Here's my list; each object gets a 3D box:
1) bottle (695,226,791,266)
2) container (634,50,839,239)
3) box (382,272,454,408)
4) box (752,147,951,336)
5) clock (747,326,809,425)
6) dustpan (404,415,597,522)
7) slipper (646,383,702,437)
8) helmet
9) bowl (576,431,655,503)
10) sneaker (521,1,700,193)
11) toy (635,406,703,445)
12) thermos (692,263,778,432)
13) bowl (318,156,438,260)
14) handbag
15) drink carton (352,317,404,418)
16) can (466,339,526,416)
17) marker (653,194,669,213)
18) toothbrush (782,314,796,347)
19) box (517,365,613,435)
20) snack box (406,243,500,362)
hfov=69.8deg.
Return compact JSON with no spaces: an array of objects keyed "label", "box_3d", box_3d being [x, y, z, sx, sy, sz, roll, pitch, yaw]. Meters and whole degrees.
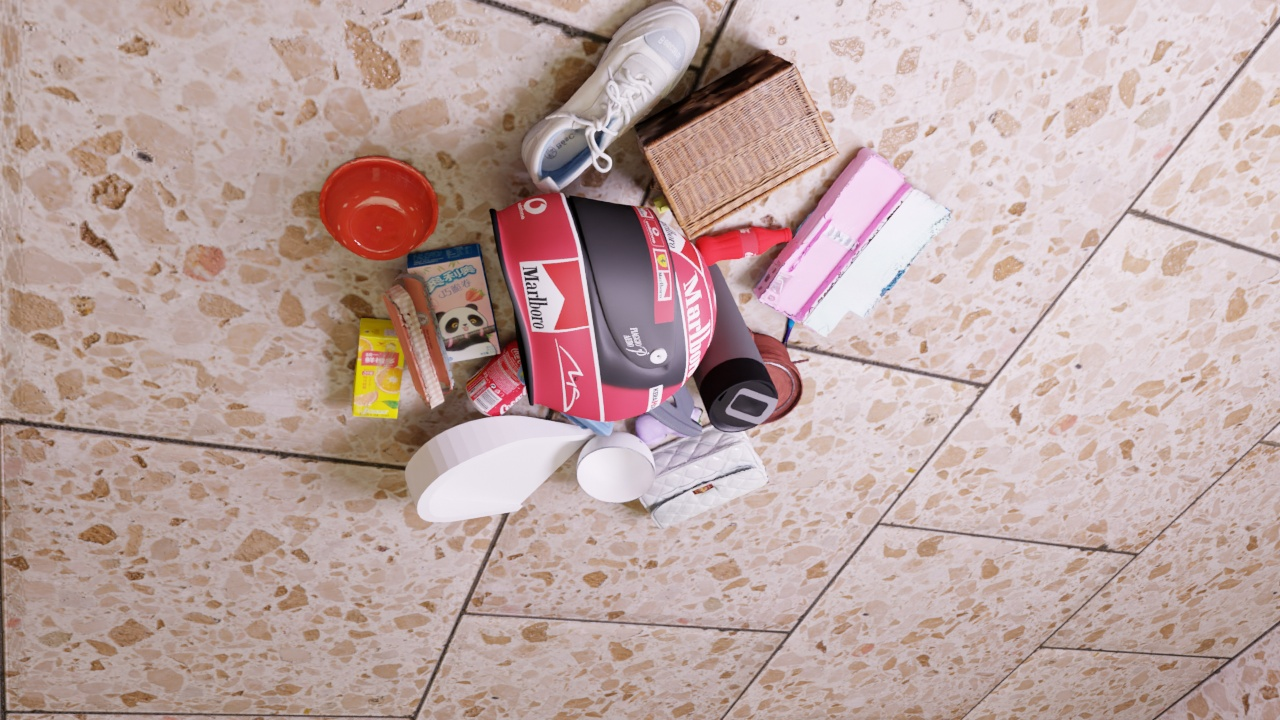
[{"label":"bottle","box_3d":[0.130,-0.146,1.145,0.119,0.036,0.036,-12,132,-5]},{"label":"container","box_3d":[0.098,-0.237,0.996,0.198,0.113,0.113,-28,116,7]},{"label":"box","box_3d":[-0.264,-0.025,1.109,0.063,0.056,0.188,-40,145,-31]},{"label":"box","box_3d":[0.271,-0.139,1.175,0.159,0.035,0.231,25,115,-28]},{"label":"clock","box_3d":[0.146,0.017,1.259,0.157,0.072,0.121,19,124,-17]},{"label":"dustpan","box_3d":[-0.196,0.159,1.258,0.192,0.053,0.257,-44,146,23]},{"label":"slipper","box_3d":[-0.007,0.007,1.214,0.268,0.111,0.083,37,88,-32]},{"label":"helmet","box_3d":[-0.031,-0.061,0.999,0.224,0.197,0.271,-11,129,-8]},{"label":"bowl","box_3d":[-0.035,0.146,1.330,0.113,0.063,0.114,1,128,1]},{"label":"sneaker","box_3d":[-0.027,-0.265,0.962,0.243,0.090,0.089,-40,128,19]},{"label":"toy","box_3d":[0.041,0.095,1.336,0.099,0.036,0.080,-6,142,-3]},{"label":"thermos","box_3d":[0.091,-0.023,1.104,0.082,0.240,0.082,-8,132,-9]},{"label":"bowl","box_3d":[-0.289,-0.157,1.017,0.130,0.045,0.131,-7,131,-9]},{"label":"handbag","box_3d":[0.090,0.181,1.397,0.195,0.072,0.139,-25,133,8]},{"label":"drink carton","box_3d":[-0.330,0.011,1.156,0.058,0.043,0.135,5,129,-18]},{"label":"can","box_3d":[-0.172,0.021,1.192,0.105,0.064,0.064,-39,129,19]},{"label":"marker","box_3d":[0.074,-0.209,1.085,0.124,0.021,0.017,-26,132,7]},{"label":"toothbrush","box_3d":[0.212,-0.062,1.254,0.016,0.017,0.189,-1,131,-13]},{"label":"box","box_3d":[-0.095,0.038,1.207,0.059,0.068,0.210,4,160,23]},{"label":"snack box","box_3d":[-0.226,-0.067,1.122,0.088,0.033,0.154,-11,132,-7]}]
